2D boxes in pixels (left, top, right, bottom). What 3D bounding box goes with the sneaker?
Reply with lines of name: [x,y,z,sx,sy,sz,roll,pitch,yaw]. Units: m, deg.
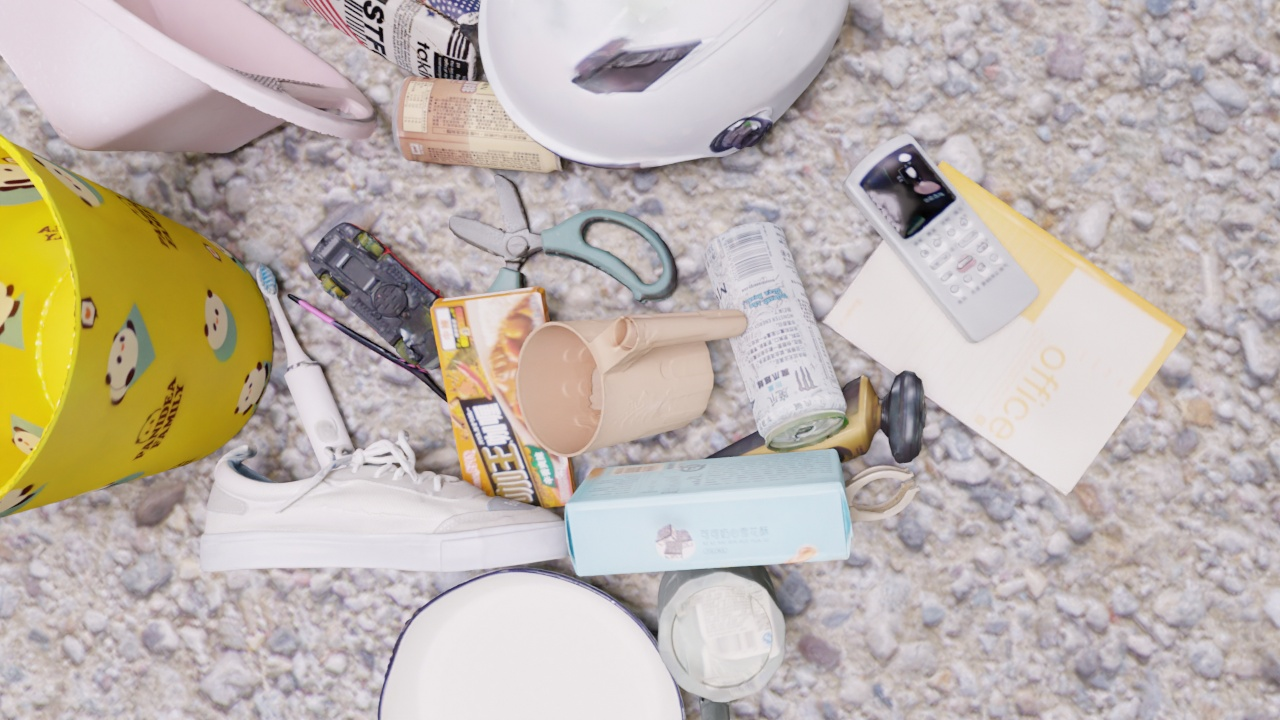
sneaker: [-0.165,0.093,0.606,0.242,0.089,0.090,0,80,2]

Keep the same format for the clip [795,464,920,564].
clip: [0.141,0.095,0.636,0.099,0.034,0.066,-20,88,11]

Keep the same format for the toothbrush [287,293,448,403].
toothbrush: [-0.175,-0.002,0.664,0.189,0.014,0.017,32,80,4]

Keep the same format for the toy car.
toy car: [-0.176,-0.045,0.649,0.120,0.045,0.053,43,93,-2]

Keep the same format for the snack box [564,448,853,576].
snack box: [0.044,0.096,0.586,0.175,0.074,0.051,-6,100,12]

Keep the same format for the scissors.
scissors: [-0.068,-0.043,0.657,0.170,0.019,0.181,18,90,2]

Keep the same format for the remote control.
remote control: [0.205,-0.085,0.630,0.058,0.021,0.150,-39,87,0]

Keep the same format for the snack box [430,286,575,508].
snack box: [-0.092,0.029,0.632,0.075,0.026,0.154,-7,105,2]

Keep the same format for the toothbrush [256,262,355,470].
toothbrush: [-0.232,0.033,0.659,0.026,0.026,0.221,-21,86,-32]

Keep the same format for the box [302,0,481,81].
box: [-0.170,-0.268,0.653,0.163,0.076,0.087,32,69,7]

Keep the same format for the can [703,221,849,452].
can: [0.088,-0.017,0.605,0.058,0.058,0.146,-16,67,2]

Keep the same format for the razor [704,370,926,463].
razor: [0.118,0.059,0.627,0.167,0.062,0.067,-22,58,7]

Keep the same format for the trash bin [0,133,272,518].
trash bin: [-0.367,-0.015,0.553,0.229,0.255,0.229,0,88,3]

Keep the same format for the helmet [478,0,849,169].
helmet: [0.023,-0.251,0.571,0.258,0.146,0.229,-34,85,-15]

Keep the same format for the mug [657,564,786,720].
mug: [0.051,0.188,0.600,0.084,0.103,0.124,1,87,3]

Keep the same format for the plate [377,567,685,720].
plate: [-0.073,0.239,0.627,0.205,0.045,0.205,0,92,7]

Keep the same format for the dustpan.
dustpan: [-0.298,-0.234,0.583,0.139,0.222,0.273,-26,100,14]

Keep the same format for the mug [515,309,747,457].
mug: [-0.003,0.003,0.584,0.125,0.103,0.084,-38,69,41]

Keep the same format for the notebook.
notebook: [0.253,-0.024,0.642,0.206,0.010,0.146,37,90,4]

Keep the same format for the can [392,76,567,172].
can: [-0.109,-0.165,0.642,0.116,0.058,0.058,6,88,3]
